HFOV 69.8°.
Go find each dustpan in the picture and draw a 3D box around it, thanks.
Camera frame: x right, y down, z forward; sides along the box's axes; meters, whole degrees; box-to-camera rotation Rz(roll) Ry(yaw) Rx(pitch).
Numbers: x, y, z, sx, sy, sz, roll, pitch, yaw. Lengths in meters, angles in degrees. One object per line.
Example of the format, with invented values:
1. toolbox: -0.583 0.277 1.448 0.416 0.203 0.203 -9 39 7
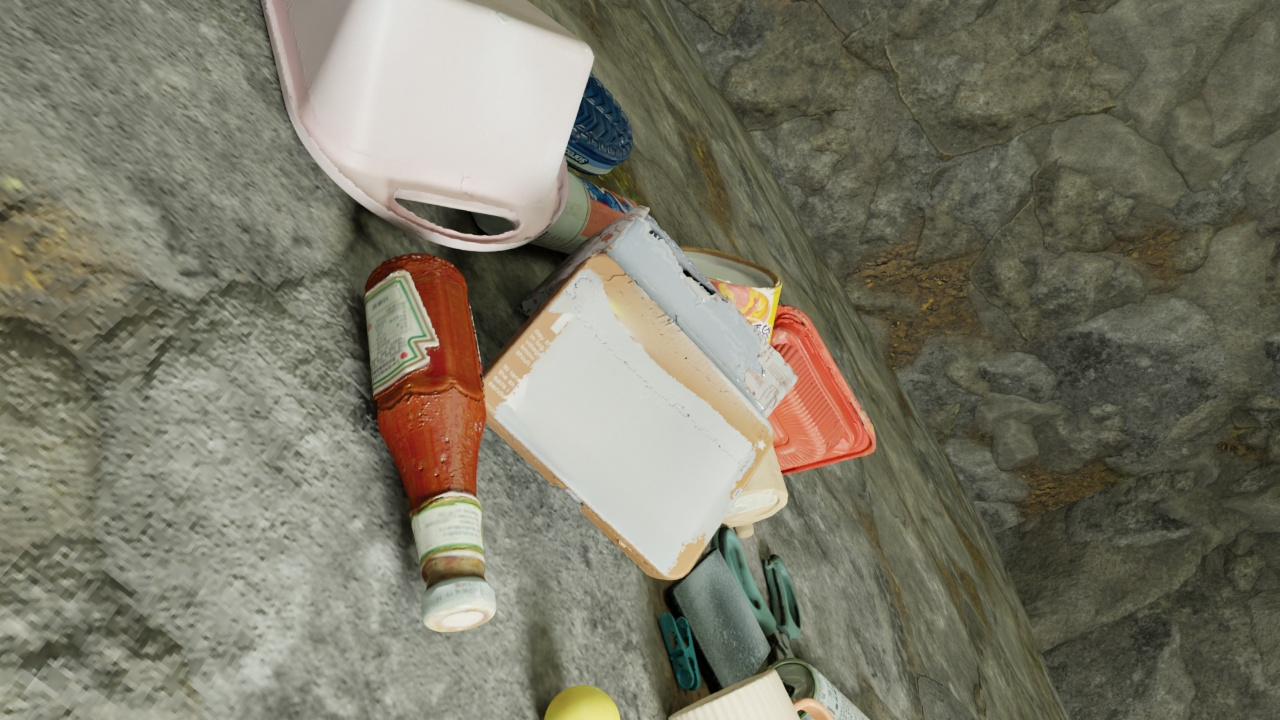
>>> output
1. dustpan: -0.157 -0.199 0.638 0.222 0.139 0.273 5 29 -38

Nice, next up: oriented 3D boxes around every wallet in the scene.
1. wallet: 0.063 0.210 0.735 0.097 0.019 0.120 62 20 6

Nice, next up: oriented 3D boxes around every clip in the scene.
1. clip: 0.030 0.208 0.655 0.039 0.014 0.055 35 33 -51

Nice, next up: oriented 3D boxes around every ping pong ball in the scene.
1. ping pong ball: -0.031 0.191 0.481 0.040 0.040 0.040 50 22 -29

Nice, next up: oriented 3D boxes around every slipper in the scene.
1. slipper: -0.123 -0.233 0.773 0.253 0.095 0.104 38 41 -14

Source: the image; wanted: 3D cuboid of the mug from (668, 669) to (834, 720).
1. mug: 0.086 0.260 0.594 0.114 0.082 0.106 -13 69 -33

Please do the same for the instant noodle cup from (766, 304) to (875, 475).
1. instant noodle cup: 0.134 0.047 0.957 0.189 0.165 0.078 58 43 -9

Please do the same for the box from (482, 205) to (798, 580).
1. box: -0.016 0.022 0.647 0.180 0.158 0.207 45 63 -14

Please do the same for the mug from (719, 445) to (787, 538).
1. mug: 0.086 0.102 0.867 0.125 0.084 0.103 81 -5 -59

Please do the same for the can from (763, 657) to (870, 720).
1. can: 0.155 0.306 0.770 0.147 0.058 0.058 47 24 -35

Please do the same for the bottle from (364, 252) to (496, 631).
1. bottle: -0.106 0.036 0.478 0.059 0.060 0.205 35 32 -52

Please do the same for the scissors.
1. scissors: 0.122 0.226 0.862 0.170 0.019 0.181 62 18 7

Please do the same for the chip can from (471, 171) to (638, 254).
1. chip can: -0.062 -0.126 0.796 0.071 0.071 0.214 65 19 10

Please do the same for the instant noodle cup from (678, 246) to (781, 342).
1. instant noodle cup: 0.060 -0.035 0.824 0.138 0.110 0.138 12 21 -5
